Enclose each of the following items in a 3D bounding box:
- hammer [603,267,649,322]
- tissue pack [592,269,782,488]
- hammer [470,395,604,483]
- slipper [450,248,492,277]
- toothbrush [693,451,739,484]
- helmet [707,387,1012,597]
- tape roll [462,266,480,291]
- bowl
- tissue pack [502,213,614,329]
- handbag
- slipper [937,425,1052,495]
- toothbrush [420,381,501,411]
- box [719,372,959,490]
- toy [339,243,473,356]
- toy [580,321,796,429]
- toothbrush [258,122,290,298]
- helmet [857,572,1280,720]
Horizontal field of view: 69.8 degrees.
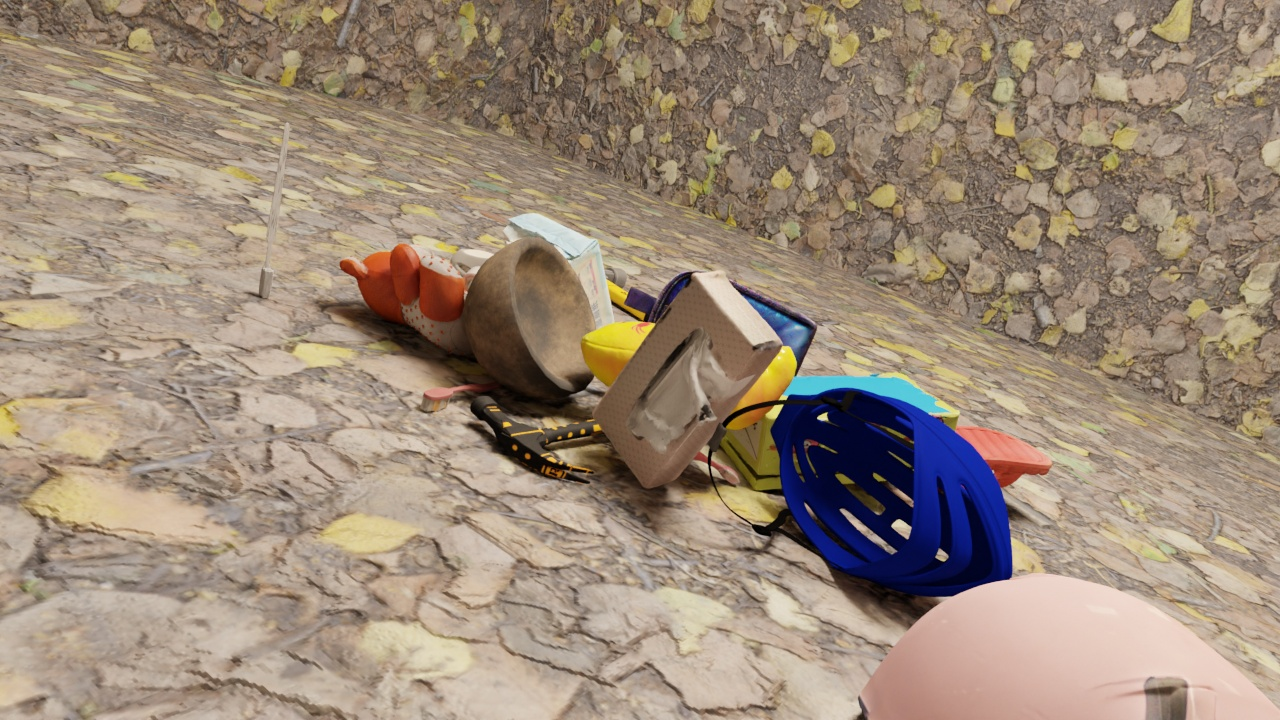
[{"bbox_3d":[-0.006,-0.080,1.400,0.169,0.034,0.325,1,25,-46],"label":"hammer"},{"bbox_3d":[0.032,0.023,0.764,0.071,0.182,0.104,-6,52,-49],"label":"tissue pack"},{"bbox_3d":[-0.015,0.062,0.897,0.123,0.036,0.319,35,23,30],"label":"hammer"},{"bbox_3d":[-0.148,-0.118,1.261,0.266,0.081,0.112,28,15,30],"label":"slipper"},{"bbox_3d":[0.041,0.081,0.867,0.135,0.021,0.016,33,7,-16],"label":"toothbrush"},{"bbox_3d":[0.172,0.103,0.753,0.227,0.148,0.241,10,23,-39],"label":"helmet"},{"bbox_3d":[-0.159,-0.065,1.017,0.093,0.093,0.013,26,59,24],"label":"tape roll"},{"bbox_3d":[-0.112,-0.036,0.916,0.070,0.162,0.162,-17,1,24],"label":"bowl"},{"bbox_3d":[-0.092,-0.075,1.059,0.112,0.182,0.069,27,52,36],"label":"tissue pack"},{"bbox_3d":[0.086,-0.035,1.105,0.222,0.125,0.204,23,4,2],"label":"handbag"},{"bbox_3d":[0.351,0.121,1.081,0.249,0.059,0.103,3,19,1],"label":"slipper"},{"bbox_3d":[-0.156,0.028,0.887,0.015,0.016,0.184,24,13,17],"label":"toothbrush"},{"bbox_3d":[0.203,0.069,0.954,0.220,0.082,0.124,0,21,-19],"label":"box"},{"bbox_3d":[-0.227,-0.071,0.980,0.172,0.092,0.164,23,-10,28],"label":"toy"},{"bbox_3d":[0.045,0.012,0.879,0.194,0.087,0.134,10,3,43],"label":"toy"},{"bbox_3d":[-0.363,-0.146,0.914,0.010,0.182,0.010,-5,31,-44],"label":"toothbrush"},{"bbox_3d":[0.262,0.214,0.512,0.255,0.153,0.229,24,12,-4],"label":"helmet"}]
